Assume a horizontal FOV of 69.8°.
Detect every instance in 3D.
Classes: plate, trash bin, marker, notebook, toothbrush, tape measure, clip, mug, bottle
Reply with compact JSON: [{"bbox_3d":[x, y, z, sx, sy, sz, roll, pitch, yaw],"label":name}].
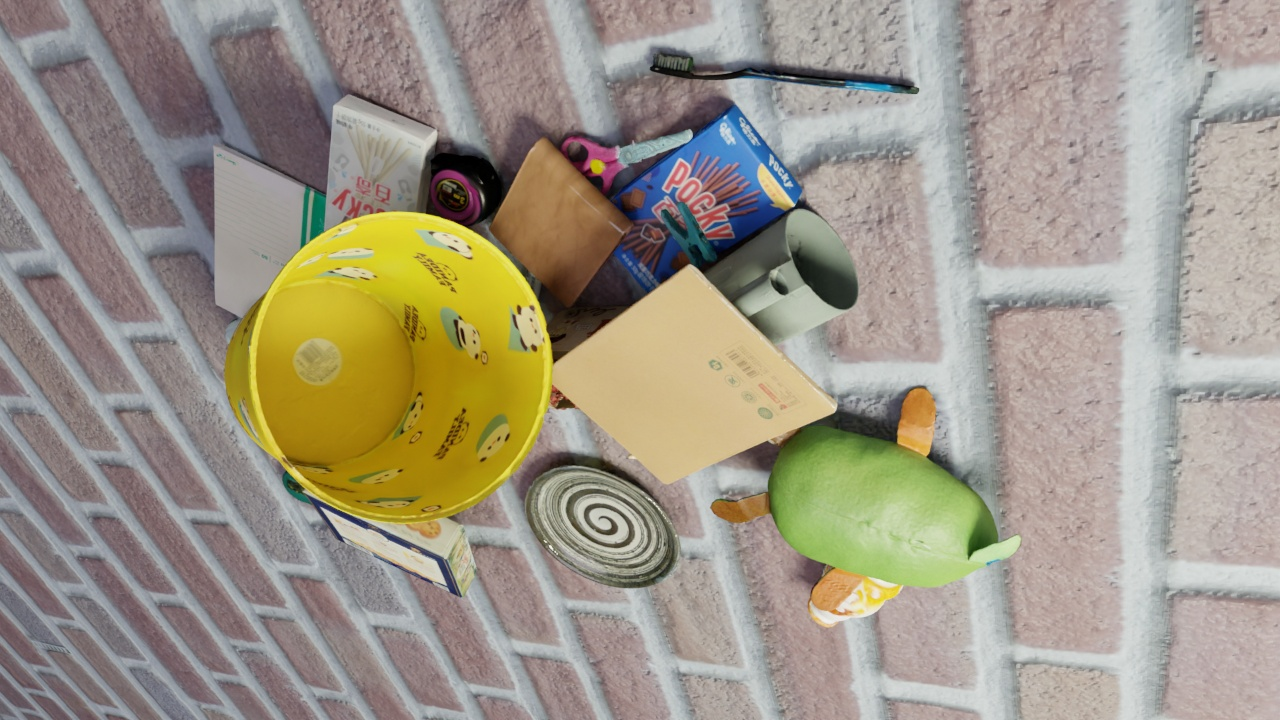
[{"bbox_3d":[-0.039,0.176,0.984,0.179,0.024,0.180,13,129,17],"label":"plate"},{"bbox_3d":[-0.234,0.008,0.779,0.229,0.229,0.256,54,153,-20],"label":"trash bin"},{"bbox_3d":[-0.088,-0.098,0.797,0.017,0.016,0.146,23,132,7],"label":"marker"},{"bbox_3d":[-0.363,-0.101,0.928,0.150,0.012,0.210,26,132,3],"label":"notebook"},{"bbox_3d":[0.096,-0.198,0.636,0.190,0.014,0.016,10,105,17],"label":"toothbrush"},{"bbox_3d":[0.027,0.021,0.695,0.148,0.008,0.208,43,141,-12],"label":"notebook"},{"bbox_3d":[-0.146,-0.145,0.774,0.057,0.039,0.058,11,124,17],"label":"tape measure"},{"bbox_3d":[0.038,-0.096,0.704,0.043,0.014,0.056,-21,115,36],"label":"clip"},{"bbox_3d":[0.088,-0.049,0.685,0.104,0.123,0.083,-30,88,41],"label":"mug"},{"bbox_3d":[0.201,0.215,0.874,0.063,0.063,0.109,31,132,0],"label":"bottle"},{"bbox_3d":[-0.419,0.155,1.144,0.054,0.025,0.058,14,129,14],"label":"tape measure"}]

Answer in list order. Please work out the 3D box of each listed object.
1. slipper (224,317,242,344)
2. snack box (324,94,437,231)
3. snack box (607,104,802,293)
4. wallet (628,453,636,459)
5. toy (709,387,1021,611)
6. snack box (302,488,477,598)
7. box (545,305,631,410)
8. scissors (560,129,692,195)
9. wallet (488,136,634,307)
[{"bbox_3d":[-0.354,0.056,0.985,0.245,0.074,0.104,45,151,-7],"label":"slipper"},{"bbox_3d":[-0.233,-0.149,0.814,0.085,0.026,0.157,22,131,0],"label":"snack box"},{"bbox_3d":[0.038,-0.120,0.714,0.158,0.026,0.084,-30,108,39],"label":"snack box"},{"bbox_3d":[0.052,0.067,0.809,0.088,0.115,0.024,-40,59,45],"label":"wallet"},{"bbox_3d":[0.189,0.122,0.786,0.247,0.089,0.227,22,115,7],"label":"toy"},{"bbox_3d":[-0.284,0.200,1.063,0.178,0.045,0.183,23,152,7],"label":"snack box"},{"bbox_3d":[-0.005,0.004,0.786,0.169,0.091,0.077,-1,119,26],"label":"box"},{"bbox_3d":[-0.012,-0.158,0.703,0.134,0.017,0.057,-8,112,43],"label":"scissors"},{"bbox_3d":[-0.068,-0.109,0.749,0.101,0.020,0.116,45,137,1],"label":"wallet"}]
